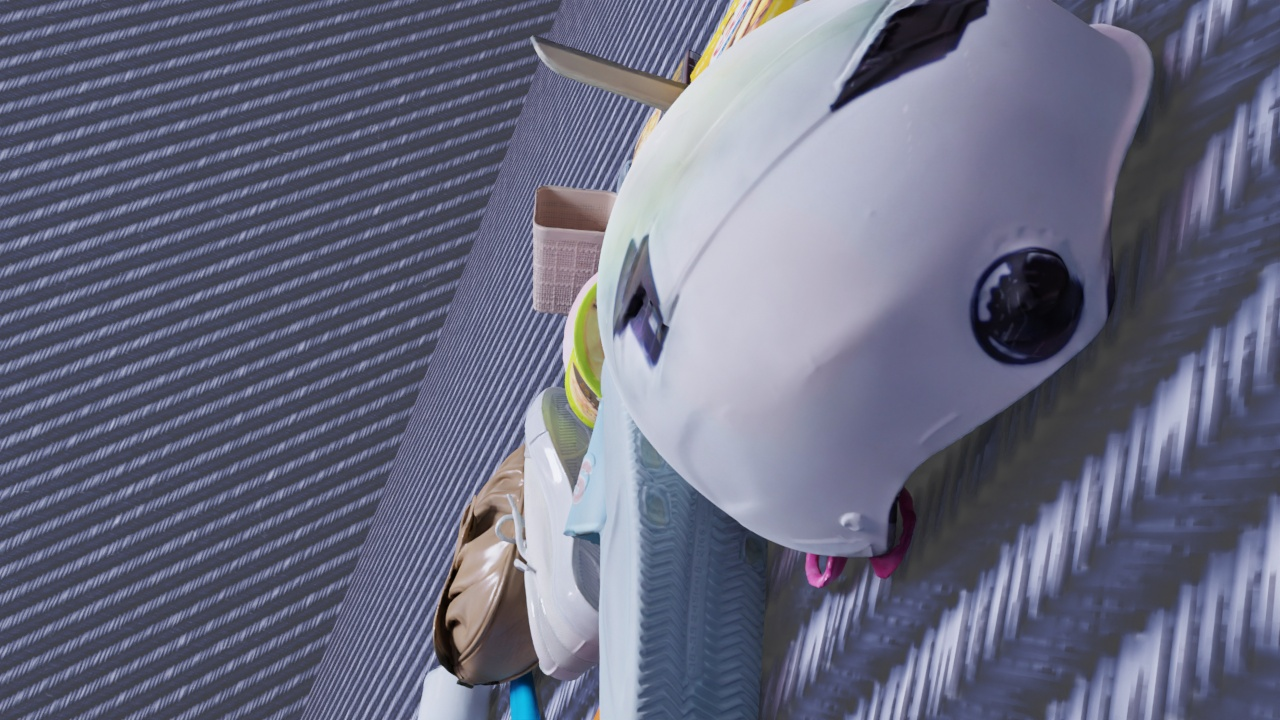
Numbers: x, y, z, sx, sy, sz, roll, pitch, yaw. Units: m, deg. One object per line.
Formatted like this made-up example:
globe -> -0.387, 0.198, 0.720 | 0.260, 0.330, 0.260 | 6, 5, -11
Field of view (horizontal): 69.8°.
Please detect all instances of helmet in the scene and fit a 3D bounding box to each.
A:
helmet -> 0.070, -0.062, 0.396 | 0.259, 0.146, 0.228 | -57, 17, 19

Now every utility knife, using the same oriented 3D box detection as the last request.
utility knife -> -0.089, 0.278, 0.713 | 0.034, 0.018, 0.159 | -63, 16, 7

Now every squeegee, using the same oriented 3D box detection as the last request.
squeegee -> 0.044, -0.057, 0.566 | 0.039, 0.246, 0.246 | -4, 88, 42

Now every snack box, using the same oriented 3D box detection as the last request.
snack box -> 0.064, -0.179, 0.521 | 0.087, 0.033, 0.140 | -57, 12, 25
snack box -> 0.038, -0.217, 0.876 | 0.113, 0.053, 0.125 | -56, 16, 35

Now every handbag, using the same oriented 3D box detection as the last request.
handbag -> -0.113, 0.167, 0.776 | 0.148, 0.099, 0.204 | -56, 17, 30

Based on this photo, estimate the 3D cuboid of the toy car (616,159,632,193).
toy car -> -0.006, -0.181, 0.984 | 0.043, 0.034, 0.090 | -50, 27, 40

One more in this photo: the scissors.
scissors -> 0.109, 0.037, 0.410 | 0.084, 0.017, 0.137 | -25, 43, 67

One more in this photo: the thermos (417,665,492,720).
thermos -> -0.169, 0.367, 0.767 | 0.070, 0.070, 0.220 | -56, 21, 35

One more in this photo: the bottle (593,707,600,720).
bottle -> -0.001, 0.201, 0.475 | 0.067, 0.066, 0.149 | -42, 24, 55

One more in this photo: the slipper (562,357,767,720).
slipper -> 0.011, 0.100, 0.476 | 0.074, 0.104, 0.244 | -33, 45, 43

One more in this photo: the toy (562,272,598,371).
toy -> -0.027, -0.043, 0.845 | 0.160, 0.054, 0.121 | 131, 147, -48

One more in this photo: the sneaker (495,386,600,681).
sneaker -> -0.053, 0.122, 0.673 | 0.091, 0.089, 0.241 | -54, 29, 27

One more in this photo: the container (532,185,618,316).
container -> -0.069, -0.111, 0.963 | 0.089, 0.090, 0.111 | -94, 11, -52

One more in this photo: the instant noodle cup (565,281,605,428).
instant noodle cup -> -0.004, 0.004, 0.653 | 0.124, 0.111, 0.111 | 132, 155, -68
